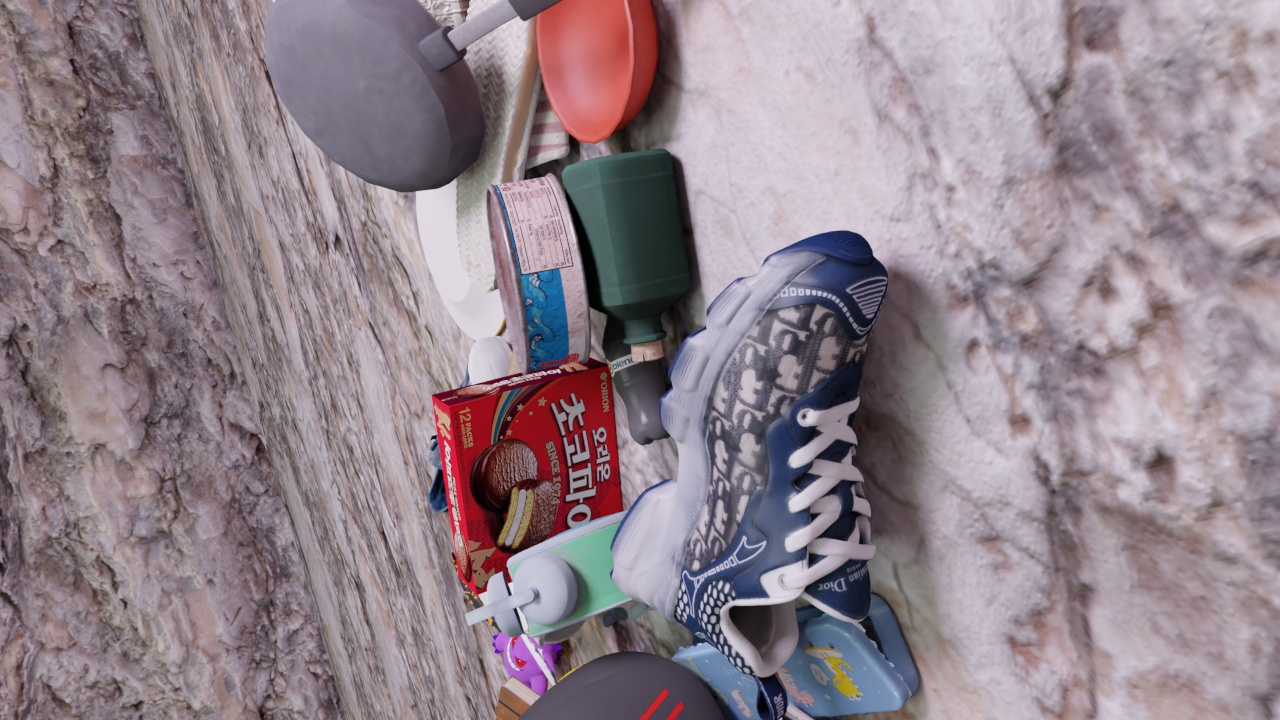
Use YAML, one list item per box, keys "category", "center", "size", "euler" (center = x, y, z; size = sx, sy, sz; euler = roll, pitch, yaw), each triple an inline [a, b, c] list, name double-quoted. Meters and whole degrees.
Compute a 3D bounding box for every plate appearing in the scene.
- category: "plate"
  center: [-0.184, -0.129, 0.902]
  size: [0.230, 0.021, 0.230]
  euler: [32, 129, 50]

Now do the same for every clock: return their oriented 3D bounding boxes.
- category: "clock"
  center: [-0.046, 0.159, 0.653]
  size: [0.122, 0.161, 0.075]
  euler: [-37, 70, 53]

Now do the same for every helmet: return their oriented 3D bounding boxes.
- category: "helmet"
  center: [-0.038, 0.322, 0.637]
  size: [0.164, 0.169, 0.265]
  euler: [36, 97, 17]

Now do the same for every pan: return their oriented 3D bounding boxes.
- category: "pan"
  center: [-0.135, -0.204, 0.608]
  size: [0.358, 0.041, 0.178]
  euler: [-9, 129, 42]

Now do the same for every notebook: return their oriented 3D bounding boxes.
- category: "notebook"
  center: [-0.036, 0.370, 0.776]
  size: [0.249, 0.014, 0.179]
  euler: [29, 132, 19]

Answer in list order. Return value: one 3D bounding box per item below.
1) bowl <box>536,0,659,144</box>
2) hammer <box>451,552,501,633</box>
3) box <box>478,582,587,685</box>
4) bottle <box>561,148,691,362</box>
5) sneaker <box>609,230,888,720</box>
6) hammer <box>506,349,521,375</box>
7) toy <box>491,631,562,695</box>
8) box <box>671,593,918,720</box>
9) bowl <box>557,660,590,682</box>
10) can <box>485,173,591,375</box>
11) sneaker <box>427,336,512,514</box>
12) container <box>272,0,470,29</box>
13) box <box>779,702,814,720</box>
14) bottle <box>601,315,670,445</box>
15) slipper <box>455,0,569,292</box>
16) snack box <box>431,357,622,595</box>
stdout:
- category: "bowl"
  center: [-0.024, -0.203, 0.586]
  size: [0.122, 0.035, 0.122]
  euler: [32, 129, 50]
- category: "hammer"
  center: [-0.139, 0.183, 0.945]
  size: [0.123, 0.036, 0.322]
  euler: [46, 140, 21]
- category: "box"
  center: [-0.089, 0.223, 0.812]
  size: [0.163, 0.111, 0.084]
  euler: [12, 132, 44]
- category: "bottle"
  center: [-0.006, -0.065, 0.590]
  size: [0.061, 0.061, 0.131]
  euler: [6, 108, 61]
- category: "sneaker"
  center: [0.076, 0.068, 0.468]
  size: [0.132, 0.103, 0.270]
  euler: [46, 133, 34]
- category: "hammer"
  center: [-0.110, 0.037, 0.799]
  size: [0.119, 0.030, 0.332]
  euler: [47, 131, 44]
- category: "toy"
  center: [-0.109, 0.297, 0.933]
  size: [0.088, 0.055, 0.106]
  euler: [-58, 44, 47]
- category: "box"
  center: [0.084, 0.195, 0.571]
  size: [0.210, 0.049, 0.066]
  euler: [-41, 70, 58]
- category: "bowl"
  center: [-0.050, 0.343, 0.841]
  size: [0.117, 0.067, 0.117]
  euler: [32, 129, 50]
- category: "can"
  center: [-0.070, -0.058, 0.620]
  size: [0.130, 0.044, 0.130]
  euler: [168, 91, -78]
- category: "sneaker"
  center: [-0.173, 0.070, 0.914]
  size: [0.087, 0.079, 0.236]
  euler: [54, 144, 32]
- category: "container"
  center: [-0.231, -0.315, 0.779]
  size: [0.246, 0.142, 0.185]
  euler: [61, 160, 24]
- category: "box"
  center: [0.075, 0.314, 0.538]
  size: [0.095, 0.185, 0.146]
  euler: [13, 136, 10]
- category: "bottle"
  center: [-0.004, 0.004, 0.643]
  size: [0.036, 0.036, 0.110]
  euler: [-29, 78, 59]
- category: "slipper"
  center: [-0.098, -0.175, 0.706]
  size: [0.115, 0.052, 0.263]
  euler: [45, 133, 42]
- category: "snack box"
  center: [-0.083, 0.087, 0.717]
  size: [0.036, 0.132, 0.152]
  euler: [21, 121, 55]
